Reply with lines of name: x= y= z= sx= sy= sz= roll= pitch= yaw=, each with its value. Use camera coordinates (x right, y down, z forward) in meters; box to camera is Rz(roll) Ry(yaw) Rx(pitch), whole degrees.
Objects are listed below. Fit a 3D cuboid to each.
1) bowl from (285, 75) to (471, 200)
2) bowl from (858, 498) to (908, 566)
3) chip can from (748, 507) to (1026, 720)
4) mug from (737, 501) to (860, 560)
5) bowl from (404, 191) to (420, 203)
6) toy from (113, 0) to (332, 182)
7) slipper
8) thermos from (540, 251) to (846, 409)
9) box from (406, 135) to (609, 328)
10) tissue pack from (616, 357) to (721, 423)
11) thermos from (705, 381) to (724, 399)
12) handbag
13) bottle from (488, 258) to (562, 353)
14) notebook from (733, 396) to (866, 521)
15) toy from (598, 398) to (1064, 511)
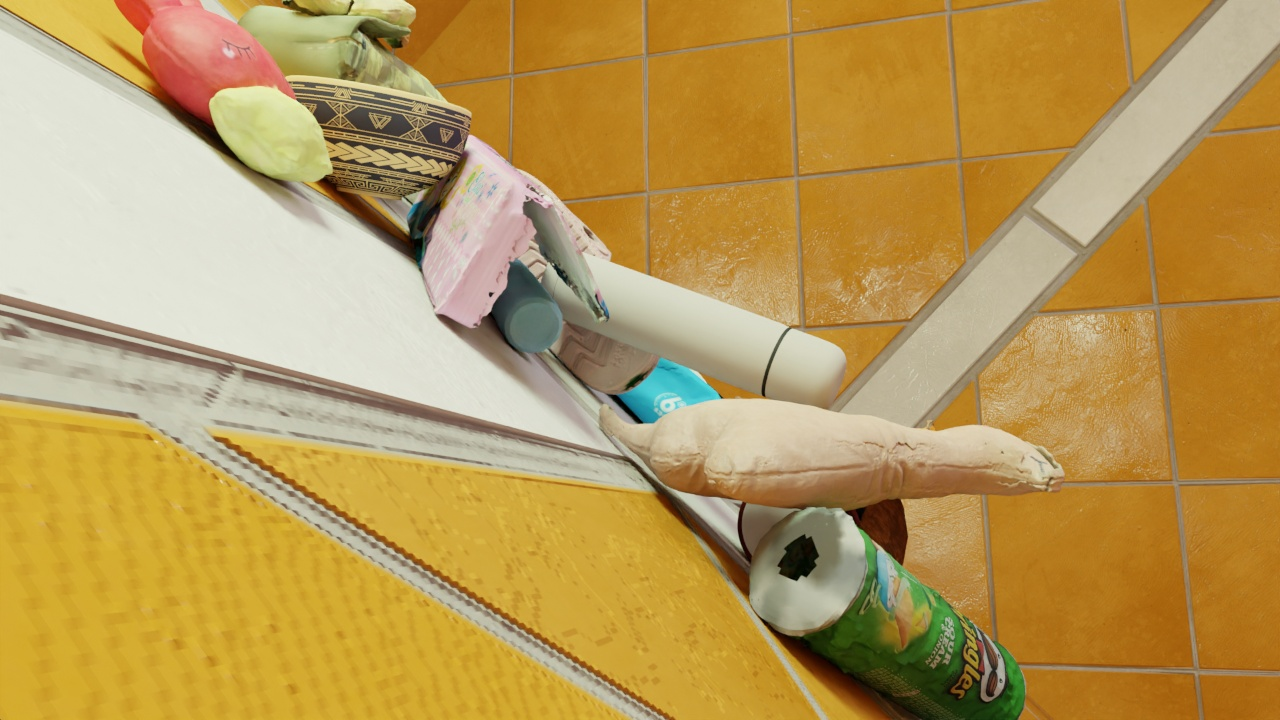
bowl: x=-0.166 y=-0.134 z=0.573 sx=0.112 sy=0.061 sz=0.112 roll=9 pitch=8 yaw=-1
bowl: x=0.162 y=0.138 z=0.619 sx=0.026 sy=0.114 sz=0.101 roll=15 pitch=19 yaw=24
chip can: x=0.149 y=0.160 z=0.536 sx=0.223 sy=0.075 sz=0.075 roll=40 pitch=4 yaw=-37
mug: x=0.125 y=0.107 z=0.636 sx=0.073 sy=0.106 sz=0.082 roll=54 pitch=7 yaw=23
bowl: x=-0.198 y=-0.176 z=0.893 sx=0.219 sy=0.060 sz=0.188 roll=46 pitch=4 yaw=33
toy: x=-0.200 y=-0.137 z=0.439 sx=0.135 sy=0.045 sz=0.091 roll=49 pitch=2 yaw=7
slipper: x=-0.067 y=-0.068 z=0.755 sx=0.239 sy=0.094 sz=0.064 roll=47 pitch=10 yaw=19
thermos: x=0.035 y=-0.022 z=0.652 sx=0.224 sy=0.052 sz=0.052 roll=22 pitch=-4 yaw=20
box: x=-0.084 y=-0.077 z=0.590 sx=0.096 sy=0.085 sz=0.230 roll=30 pitch=8 yaw=-25
tissue pack: x=-0.005 y=0.005 z=0.827 sx=0.209 sy=0.066 sz=0.117 roll=42 pitch=1 yaw=15
thermos: x=0.016 y=0.014 z=0.956 sx=0.231 sy=0.061 sz=0.061 roll=44 pitch=3 yaw=18
handbag: x=-0.207 y=-0.218 z=0.694 sx=0.113 sy=0.117 sz=0.186 roll=15 pitch=-7 yaw=21
bottle: x=-0.088 y=-0.044 z=0.643 sx=0.040 sy=0.040 sz=0.130 roll=41 pitch=3 yaw=-28
notebook: x=0.166 y=0.137 z=0.910 sx=0.209 sy=0.008 sz=0.141 roll=39 pitch=-29 yaw=49
toy: x=0.125 y=0.053 z=0.583 sx=0.263 sy=0.065 sz=0.196 roll=-1 pitch=13 yaw=-35
